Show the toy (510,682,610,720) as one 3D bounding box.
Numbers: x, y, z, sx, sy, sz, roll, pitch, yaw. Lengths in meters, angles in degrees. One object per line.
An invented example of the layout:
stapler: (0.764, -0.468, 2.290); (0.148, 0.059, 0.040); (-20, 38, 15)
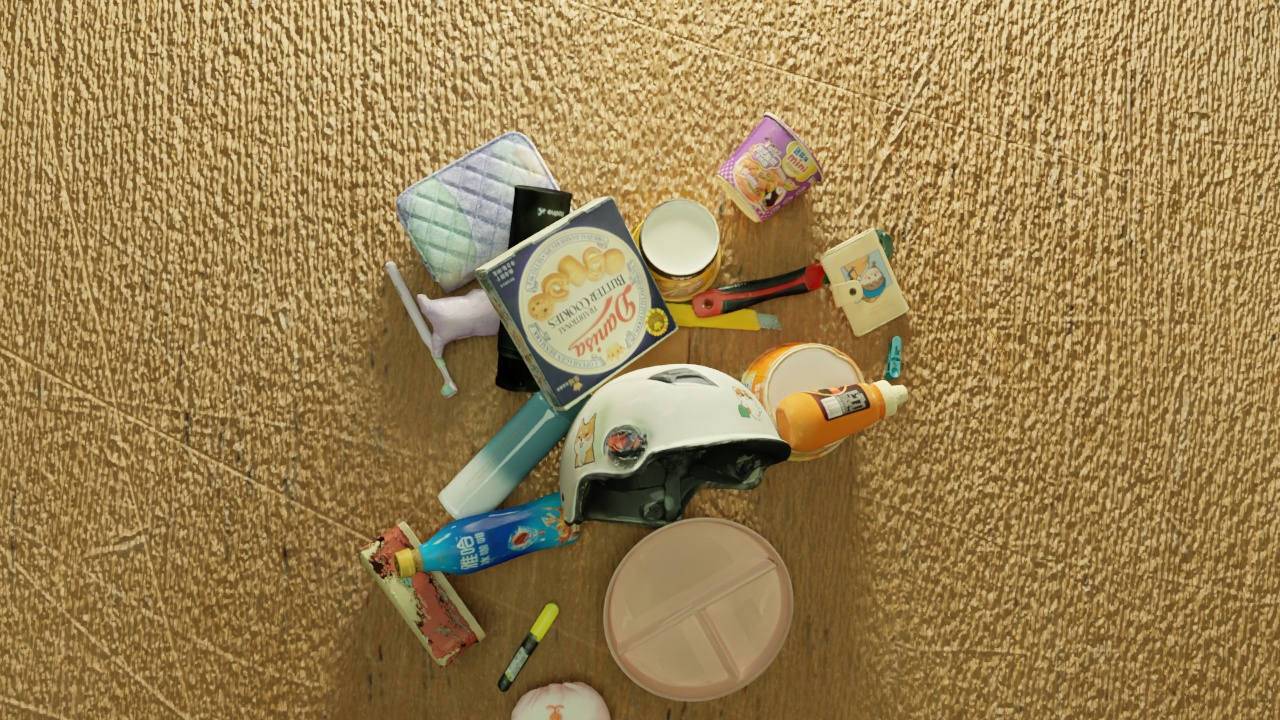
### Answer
toy: (-0.093, 0.463, 1.091); (0.121, 0.054, 0.159); (-4, 92, -1)

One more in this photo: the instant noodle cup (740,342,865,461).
instant noodle cup: (0.199, 0.046, 1.104); (0.151, 0.111, 0.151); (0, 84, -1)

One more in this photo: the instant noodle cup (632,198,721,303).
instant noodle cup: (0.044, -0.138, 1.120); (0.118, 0.114, 0.118); (0, 83, -1)

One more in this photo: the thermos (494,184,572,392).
thermos: (-0.124, -0.085, 1.109); (0.089, 0.068, 0.243); (-4, 109, -39)

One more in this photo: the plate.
plate: (0.068, 0.294, 1.094); (0.229, 0.028, 0.229); (-1, 99, -8)

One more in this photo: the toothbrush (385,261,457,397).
toothbrush: (-0.278, -0.041, 1.154); (0.021, 0.029, 0.189); (-21, 81, -43)

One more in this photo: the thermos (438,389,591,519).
thermos: (-0.148, 0.104, 1.105); (0.070, 0.070, 0.220); (43, 92, 3)

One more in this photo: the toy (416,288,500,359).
toy: (-0.215, -0.052, 1.137); (0.107, 0.039, 0.084); (-16, 107, -22)

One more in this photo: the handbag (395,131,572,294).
handbag: (-0.194, -0.186, 1.142); (0.194, 0.075, 0.134); (-29, 91, -2)

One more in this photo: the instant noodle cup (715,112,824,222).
instant noodle cup: (0.156, -0.232, 1.138); (0.099, 0.111, 0.111); (-43, 86, 3)

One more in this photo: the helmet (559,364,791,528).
helmet: (0.024, 0.086, 1.043); (0.275, 0.229, 0.156); (-36, 59, 35)

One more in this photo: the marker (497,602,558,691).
marker: (-0.137, 0.350, 1.119); (0.018, 0.015, 0.124); (33, 88, 3)

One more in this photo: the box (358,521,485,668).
box: (-0.264, 0.281, 1.077); (0.075, 0.091, 0.168); (-36, 86, -25)

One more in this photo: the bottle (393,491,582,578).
bottle: (-0.176, 0.207, 1.066); (0.218, 0.065, 0.065); (-11, 84, -28)

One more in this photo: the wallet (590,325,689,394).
wallet: (-0.007, 0.007, 1.145); (0.132, 0.031, 0.107); (3, 85, 4)

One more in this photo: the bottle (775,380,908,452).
bottle: (0.228, 0.055, 1.018); (0.149, 0.067, 0.066); (-15, 84, -10)

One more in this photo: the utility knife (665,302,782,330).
utility knife: (0.090, -0.053, 1.161); (0.181, 0.015, 0.033); (4, 103, -1)

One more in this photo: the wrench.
wrench: (0.194, -0.103, 1.156); (0.273, 0.016, 0.056); (-19, 92, -7)

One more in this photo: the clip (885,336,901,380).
clip: (0.320, -0.003, 1.157); (0.014, 0.047, 0.057); (10, 81, 1)

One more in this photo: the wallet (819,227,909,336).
wallet: (0.278, -0.096, 1.152); (0.087, 0.024, 0.115); (-28, 101, -11)

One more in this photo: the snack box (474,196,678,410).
snack box: (-0.068, -0.067, 1.049); (0.177, 0.046, 0.182); (-36, 107, -25)
